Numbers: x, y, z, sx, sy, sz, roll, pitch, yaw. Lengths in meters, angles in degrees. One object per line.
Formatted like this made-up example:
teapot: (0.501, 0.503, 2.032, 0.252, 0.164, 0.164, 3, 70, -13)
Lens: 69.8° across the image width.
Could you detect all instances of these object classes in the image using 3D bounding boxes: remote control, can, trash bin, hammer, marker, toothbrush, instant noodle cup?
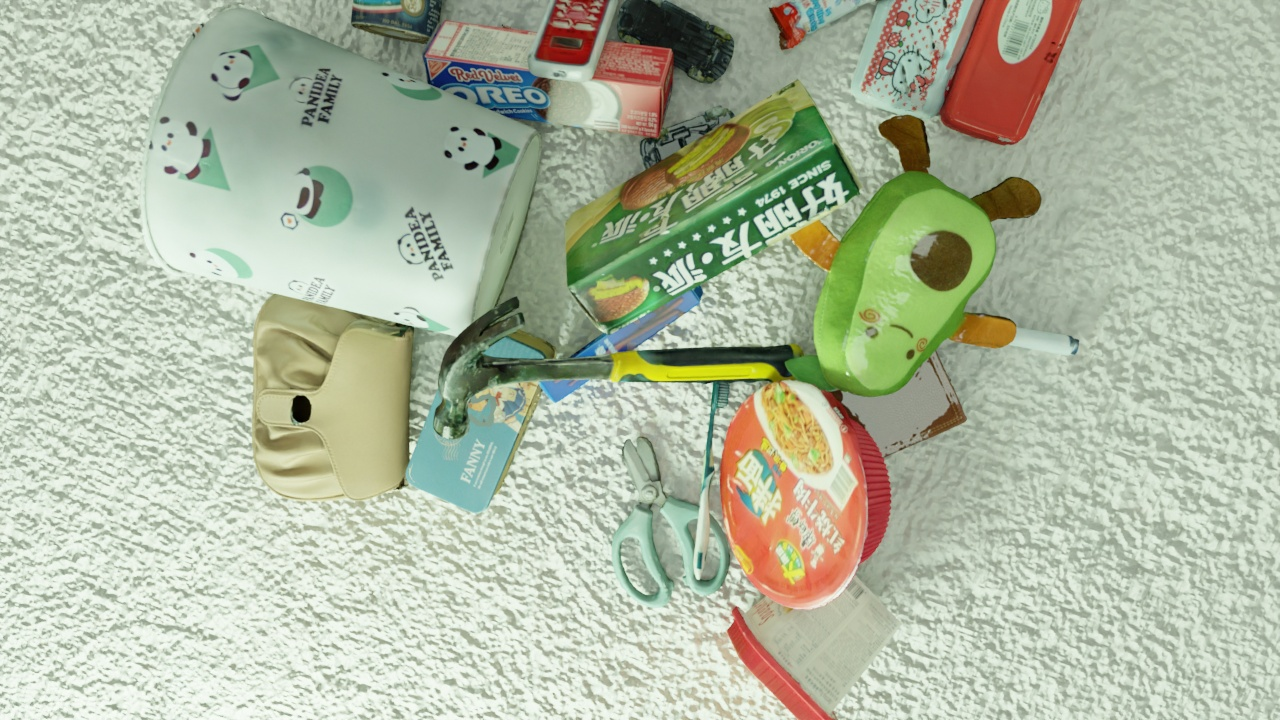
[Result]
remote control: (-0.053, -0.285, 0.768, 0.056, 0.020, 0.135, 9, 57, 7)
can: (-0.206, -0.336, 0.791, 0.075, 0.075, 0.111, 11, 101, 4)
trash bin: (-0.229, -0.139, 0.759, 0.252, 0.229, 0.230, 18, 101, -3)
hammer: (-0.005, 0.004, 0.765, 0.322, 0.032, 0.126, -2, 134, -24)
marker: (0.321, -0.025, 0.814, 0.131, 0.018, 0.022, 10, 91, 5)
toothbrush: (0.066, 0.109, 0.854, 0.018, 0.016, 0.191, 5, 92, -7)
instant noodle cup: (0.148, 0.113, 0.792, 0.065, 0.194, 0.194, 0, 101, -30)
instant noodle cup: (0.159, 0.247, 0.834, 0.124, 0.116, 0.116, -44, 93, 0)

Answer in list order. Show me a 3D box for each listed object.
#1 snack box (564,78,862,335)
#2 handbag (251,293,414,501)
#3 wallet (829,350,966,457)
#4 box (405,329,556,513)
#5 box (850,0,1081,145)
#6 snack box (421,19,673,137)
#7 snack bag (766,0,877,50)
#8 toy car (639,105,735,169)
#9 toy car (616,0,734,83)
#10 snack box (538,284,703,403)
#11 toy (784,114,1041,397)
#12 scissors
snack box: (0.051, -0.125, 0.757, 0.240, 0.114, 0.063, -28, 126, 16)
handbag: (-0.286, 0.034, 0.848, 0.148, 0.099, 0.205, 7, 104, 9)
wallet: (0.218, 0.032, 0.829, 0.125, 0.032, 0.101, -26, 93, 9)
box: (-0.150, 0.055, 0.858, 0.090, 0.059, 0.184, 22, 99, 3)
box: (0.280, -0.296, 0.764, 0.158, 0.037, 0.201, 19, 102, 3)
snack box: (-0.078, -0.243, 0.788, 0.207, 0.058, 0.057, 10, 144, 6)
snack bag: (0.160, -0.304, 0.780, 0.105, 0.026, 0.045, -26, 73, 10)
toy car: (0.045, -0.191, 0.808, 0.091, 0.034, 0.043, -19, 94, 10)
toy car: (0.030, -0.280, 0.796, 0.105, 0.031, 0.049, 28, 98, 0)
snack box: (-0.015, -0.022, 0.817, 0.157, 0.084, 0.026, -35, 94, 11)
toy: (0.223, -0.074, 0.768, 0.227, 0.090, 0.246, 27, 89, -6)
scissors: (0.030, 0.148, 0.875, 0.139, 0.019, 0.180, -6, 97, 8)
